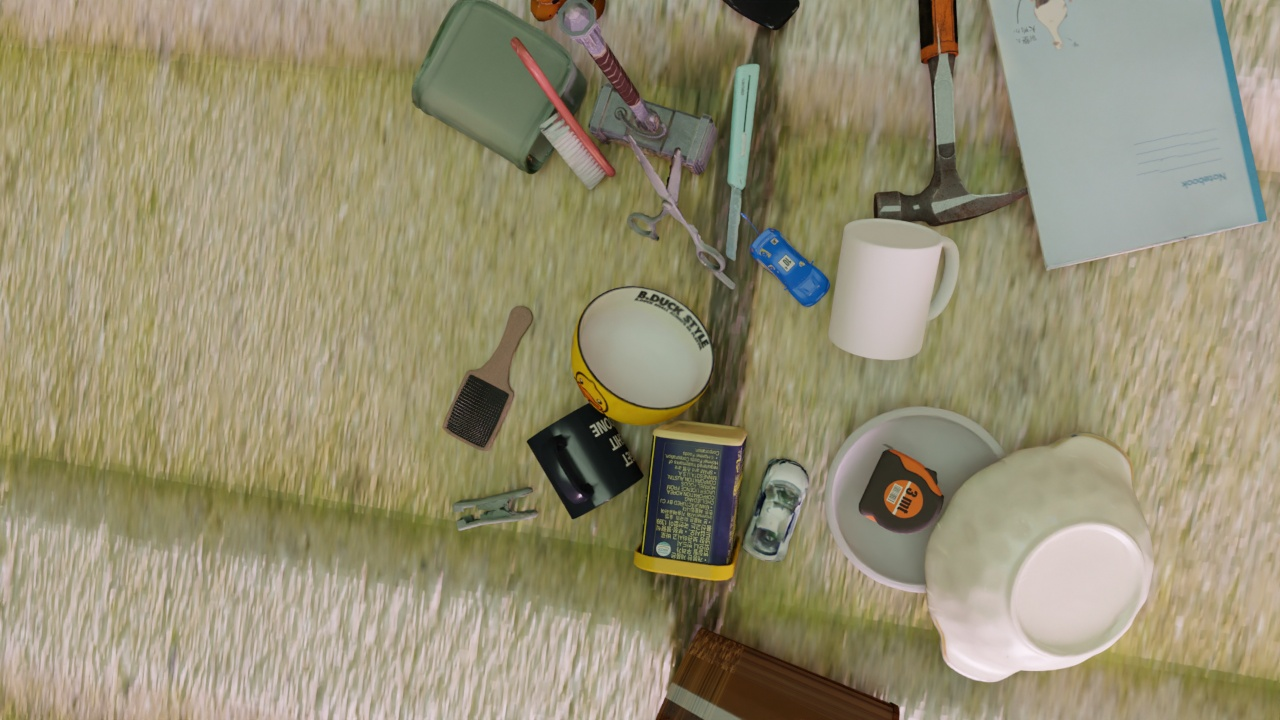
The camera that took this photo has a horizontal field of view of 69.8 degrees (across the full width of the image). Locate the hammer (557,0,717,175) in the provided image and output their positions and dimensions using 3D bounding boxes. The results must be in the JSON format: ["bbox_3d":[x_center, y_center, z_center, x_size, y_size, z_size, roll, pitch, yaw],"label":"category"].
[{"bbox_3d":[-0.010,-0.188,0.635,0.098,0.321,0.044,20,95,8],"label":"hammer"}]

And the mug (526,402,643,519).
[{"bbox_3d":[-0.051,0.085,0.764,0.071,0.105,0.077,-32,87,15],"label":"mug"}]

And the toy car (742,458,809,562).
[{"bbox_3d":[0.115,0.128,0.778,0.039,0.027,0.090,17,95,10],"label":"toy car"}]

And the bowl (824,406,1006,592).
[{"bbox_3d":[0.226,0.110,0.750,0.149,0.043,0.149,0,93,9],"label":"bowl"}]

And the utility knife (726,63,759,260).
[{"bbox_3d":[0.083,-0.167,0.777,0.022,0.015,0.165,3,95,-22],"label":"utility knife"}]

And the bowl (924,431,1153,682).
[{"bbox_3d":[0.317,0.163,0.699,0.188,0.060,0.219,26,96,-15],"label":"bowl"}]

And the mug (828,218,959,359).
[{"bbox_3d":[0.207,-0.060,0.726,0.110,0.074,0.091,-10,119,-25],"label":"mug"}]

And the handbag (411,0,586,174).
[{"bbox_3d":[-0.118,-0.233,0.780,0.122,0.067,0.106,32,96,7],"label":"handbag"}]

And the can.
[{"bbox_3d":[0.045,0.106,0.736,0.075,0.135,0.104,6,91,9],"label":"can"}]

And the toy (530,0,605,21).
[{"bbox_3d":[-0.059,-0.329,0.750,0.070,0.090,0.103,26,117,8],"label":"toy"}]

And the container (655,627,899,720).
[{"bbox_3d":[0.103,0.301,0.743,0.167,0.132,0.132,24,96,13],"label":"container"}]

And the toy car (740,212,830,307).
[{"bbox_3d":[0.116,-0.084,0.750,0.092,0.062,0.033,45,98,5],"label":"toy car"}]

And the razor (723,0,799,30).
[{"bbox_3d":[0.071,-0.328,0.745,0.140,0.063,0.053,44,99,6],"label":"razor"}]

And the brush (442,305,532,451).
[{"bbox_3d":[-0.132,0.013,0.820,0.050,0.015,0.136,26,97,8],"label":"brush"}]

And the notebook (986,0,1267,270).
[{"bbox_3d":[0.373,-0.212,0.709,0.181,0.009,0.253,-13,90,-2],"label":"notebook"}]

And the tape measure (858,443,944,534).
[{"bbox_3d":[0.205,0.104,0.713,0.059,0.038,0.058,25,96,21],"label":"tape measure"}]

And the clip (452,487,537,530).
[{"bbox_3d":[-0.130,0.133,0.822,0.076,0.023,0.042,-12,92,12],"label":"clip"}]

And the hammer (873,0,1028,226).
[{"bbox_3d":[0.252,-0.267,0.734,0.138,0.035,0.314,-3,92,9],"label":"hammer"}]

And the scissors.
[{"bbox_3d":[0.035,-0.116,0.737,0.158,0.142,0.014,38,69,-11],"label":"scissors"}]

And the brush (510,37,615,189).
[{"bbox_3d":[-0.067,-0.190,0.726,0.030,0.172,0.041,-37,61,4],"label":"brush"}]

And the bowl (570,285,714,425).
[{"bbox_3d":[-0.005,0.004,0.762,0.117,0.068,0.117,10,57,-15],"label":"bowl"}]
